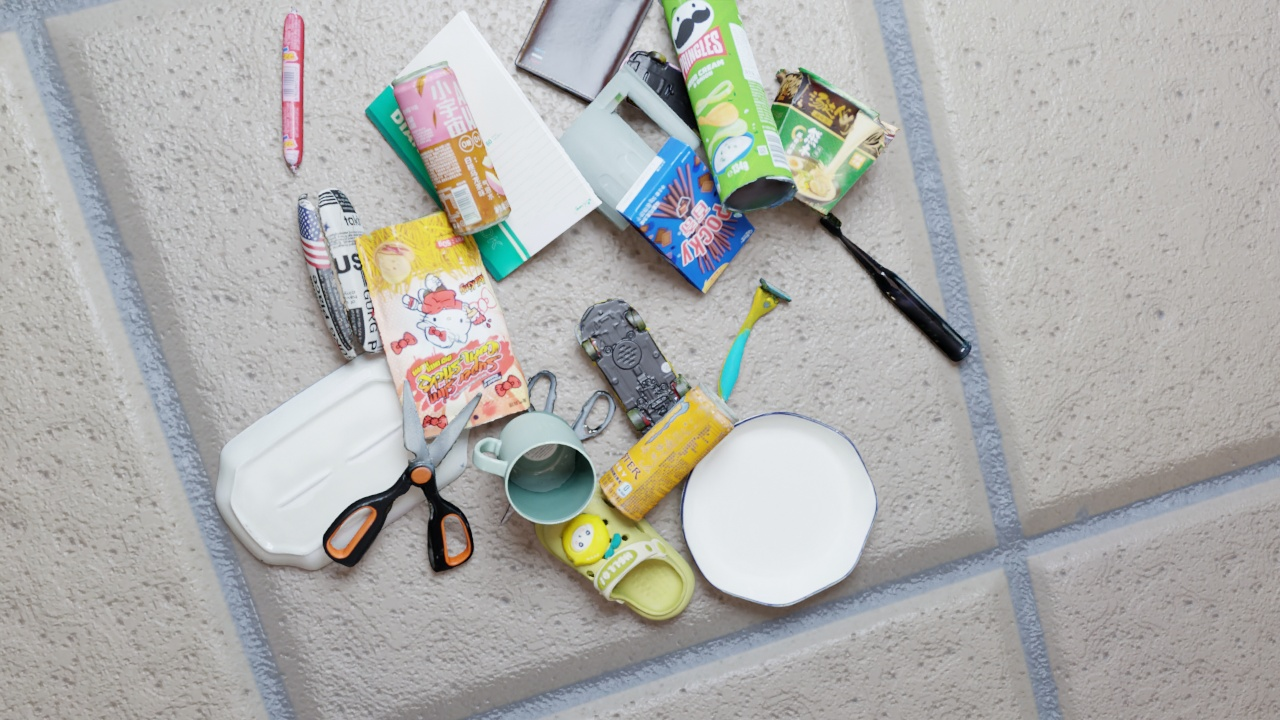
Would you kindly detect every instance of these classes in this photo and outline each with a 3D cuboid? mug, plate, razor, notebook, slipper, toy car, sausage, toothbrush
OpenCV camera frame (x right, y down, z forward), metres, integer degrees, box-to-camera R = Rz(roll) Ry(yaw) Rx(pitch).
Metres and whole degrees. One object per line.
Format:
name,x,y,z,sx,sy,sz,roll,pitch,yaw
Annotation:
mug,-0.107,0.096,0.877,0.111,0.106,0.082,11,102,-18
plate,0.141,0.152,0.963,0.205,0.045,0.205,-1,96,-6
plate,-0.296,0.102,0.911,0.265,0.034,0.162,-33,99,-2
razor,0.109,-0.018,0.946,0.043,0.028,0.132,24,91,-40
notebook,-0.150,-0.194,0.864,0.151,0.012,0.209,-32,100,32
slipper,-0.019,0.200,0.933,0.190,0.081,0.091,40,88,-12
toy car,-0.006,0.005,0.929,0.071,0.041,0.156,-34,105,-2
toy car,0.033,-0.259,0.906,0.122,0.037,0.056,24,92,-21
sausage,-0.330,-0.256,0.872,0.020,0.020,0.156,2,96,-7
mug,-0.017,-0.200,0.874,0.103,0.083,0.124,42,117,-11
toothbrush,0.265,-0.078,0.960,0.212,0.026,0.027,43,56,-8

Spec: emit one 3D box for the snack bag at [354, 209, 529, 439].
snack bag,-0.191,-0.034,0.885,0.128,0.073,0.208,-19,97,-21

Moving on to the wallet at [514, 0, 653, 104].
wallet,-0.055,-0.322,0.897,0.096,0.020,0.122,25,91,-9

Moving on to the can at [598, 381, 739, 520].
can,0.028,0.091,0.909,0.058,0.058,0.146,44,96,-9

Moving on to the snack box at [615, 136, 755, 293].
snack box,0.047,-0.134,0.877,0.084,0.026,0.157,-52,142,1

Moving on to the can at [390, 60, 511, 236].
can,-0.170,-0.190,0.831,0.058,0.058,0.147,-22,108,-4

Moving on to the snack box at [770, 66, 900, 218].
snack box,0.165,-0.210,0.894,0.117,0.118,0.106,29,103,-9

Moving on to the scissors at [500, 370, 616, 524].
scissors,-0.091,0.091,0.945,0.172,0.014,0.159,-25,99,-2

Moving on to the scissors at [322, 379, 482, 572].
scissors,-0.215,0.126,0.895,0.221,0.021,0.224,-36,124,1

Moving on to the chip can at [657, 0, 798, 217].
chip can,0.079,-0.251,0.847,0.072,0.072,0.235,-13,74,-5

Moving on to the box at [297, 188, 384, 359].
box,-0.297,-0.079,0.874,0.079,0.074,0.163,-11,100,3
